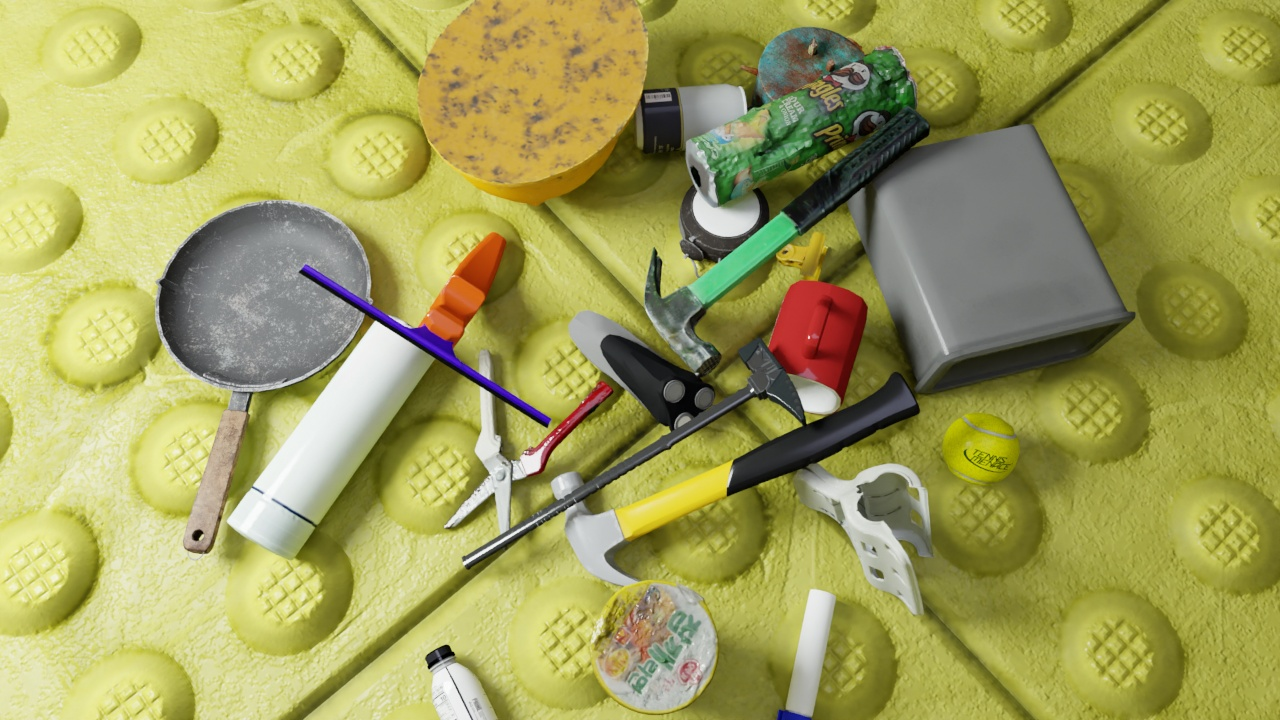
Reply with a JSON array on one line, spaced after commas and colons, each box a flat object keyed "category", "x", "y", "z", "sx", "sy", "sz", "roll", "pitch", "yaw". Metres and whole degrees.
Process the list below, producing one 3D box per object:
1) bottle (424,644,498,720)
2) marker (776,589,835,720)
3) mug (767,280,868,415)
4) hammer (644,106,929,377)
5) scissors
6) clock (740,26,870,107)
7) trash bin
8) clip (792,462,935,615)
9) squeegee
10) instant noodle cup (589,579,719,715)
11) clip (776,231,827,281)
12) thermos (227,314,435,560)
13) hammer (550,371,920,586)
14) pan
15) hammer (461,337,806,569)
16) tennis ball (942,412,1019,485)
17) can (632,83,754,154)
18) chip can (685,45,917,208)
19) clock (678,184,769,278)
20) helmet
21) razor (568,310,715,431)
[{"category": "bottle", "x": -0.144, "y": 0.291, "z": 0.758, "sx": 0.041, "sy": 0.041, "sz": 0.116, "roll": -28, "pitch": 72, "yaw": -12}, {"category": "marker", "x": 0.141, "y": 0.264, "z": 0.784, "sx": 0.027, "sy": 0.023, "sz": 0.133, "roll": 7, "pitch": 67, "yaw": 24}, {"category": "mug", "x": 0.160, "y": -0.018, "z": 0.843, "sx": 0.080, "sy": 0.116, "sz": 0.096, "roll": 17, "pitch": 69, "yaw": 10}, {"category": "hammer", "x": 0.139, "y": -0.128, "z": 0.864, "sx": 0.318, "sy": 0.032, "sz": 0.130, "roll": -39, "pitch": 61, "yaw": -1}, {"category": "scissors", "x": -0.120, "y": 0.067, "z": 0.850, "sx": 0.199, "sy": 0.015, "sz": 0.179, "roll": -39, "pitch": 64, "yaw": -3}, {"category": "clock", "x": 0.198, "y": -0.295, "z": 0.976, "sx": 0.157, "sy": 0.073, "sz": 0.121, "roll": -14, "pitch": 70, "yaw": -8}, {"category": "trash bin", "x": 0.329, "y": -0.100, "z": 0.891, "sx": 0.191, "sy": 0.098, "sz": 0.219, "roll": -13, "pitch": 68, "yaw": -6}, {"category": "clip", "x": 0.205, "y": 0.133, "z": 0.790, "sx": 0.110, "sy": 0.127, "sz": 0.150, "roll": -28, "pitch": 48, "yaw": -3}, {"category": "squeegee", "x": -0.169, "y": -0.061, "z": 0.867, "sx": 0.249, "sy": 0.055, "sz": 0.184, "roll": 34, "pitch": 45, "yaw": -13}, {"category": "instant noodle cup", "x": 0.011, "y": 0.235, "z": 0.746, "sx": 0.102, "sy": 0.108, "sz": 0.102, "roll": 0, "pitch": 69, "yaw": -1}, {"category": "clip", "x": 0.164, "y": -0.105, "z": 0.926, "sx": 0.048, "sy": 0.046, "sz": 0.054, "roll": 27, "pitch": 70, "yaw": -18}, {"category": "thermos", "x": -0.274, "y": 0.067, "z": 0.829, "sx": 0.068, "sy": 0.068, "sz": 0.229, "roll": 28, "pitch": 70, "yaw": 9}, {"category": "hammer", "x": 0.084, "y": 0.098, "z": 0.791, "sx": 0.324, "sy": 0.029, "sz": 0.127, "roll": -25, "pitch": 69, "yaw": 9}, {"category": "pan", "x": -0.368, "y": 0.011, "z": 0.864, "sx": 0.207, "sy": 0.040, "sz": 0.356, "roll": 6, "pitch": 70, "yaw": 1}, {"category": "hammer", "x": -0.011, "y": 0.097, "z": 0.792, "sx": 0.325, "sy": 0.015, "sz": 0.095, "roll": -31, "pitch": 52, "yaw": 1}, {"category": "tennis ball", "x": 0.310, "y": 0.080, "z": 0.836, "sx": 0.065, "sy": 0.065, "sz": 0.065, "roll": 0, "pitch": 69, "yaw": -1}, {"category": "can", "x": 0.057, "y": -0.254, "z": 0.961, "sx": 0.127, "sy": 0.064, "sz": 0.064, "roll": -5, "pitch": 69, "yaw": -3}, {"category": "chip can", "x": 0.152, "y": -0.225, "z": 0.888, "sx": 0.223, "sy": 0.075, "sz": 0.075, "roll": -27, "pitch": 71, "yaw": -4}, {"category": "clock", "x": 0.084, "y": -0.141, "z": 0.929, "sx": 0.091, "sy": 0.044, "sz": 0.122, "roll": 7, "pitch": 69, "yaw": 2}, {"category": "helmet", "x": -0.102, "y": -0.251, "z": 0.920, "sx": 0.205, "sy": 0.131, "sz": 0.254, "roll": 23, "pitch": 69, "yaw": 7}, {"category": "razor", "x": -0.005, "y": 0.005, "z": 0.867, "sx": 0.156, "sy": 0.060, "sz": 0.057, "roll": 36, "pitch": 83, "yaw": 27}]
